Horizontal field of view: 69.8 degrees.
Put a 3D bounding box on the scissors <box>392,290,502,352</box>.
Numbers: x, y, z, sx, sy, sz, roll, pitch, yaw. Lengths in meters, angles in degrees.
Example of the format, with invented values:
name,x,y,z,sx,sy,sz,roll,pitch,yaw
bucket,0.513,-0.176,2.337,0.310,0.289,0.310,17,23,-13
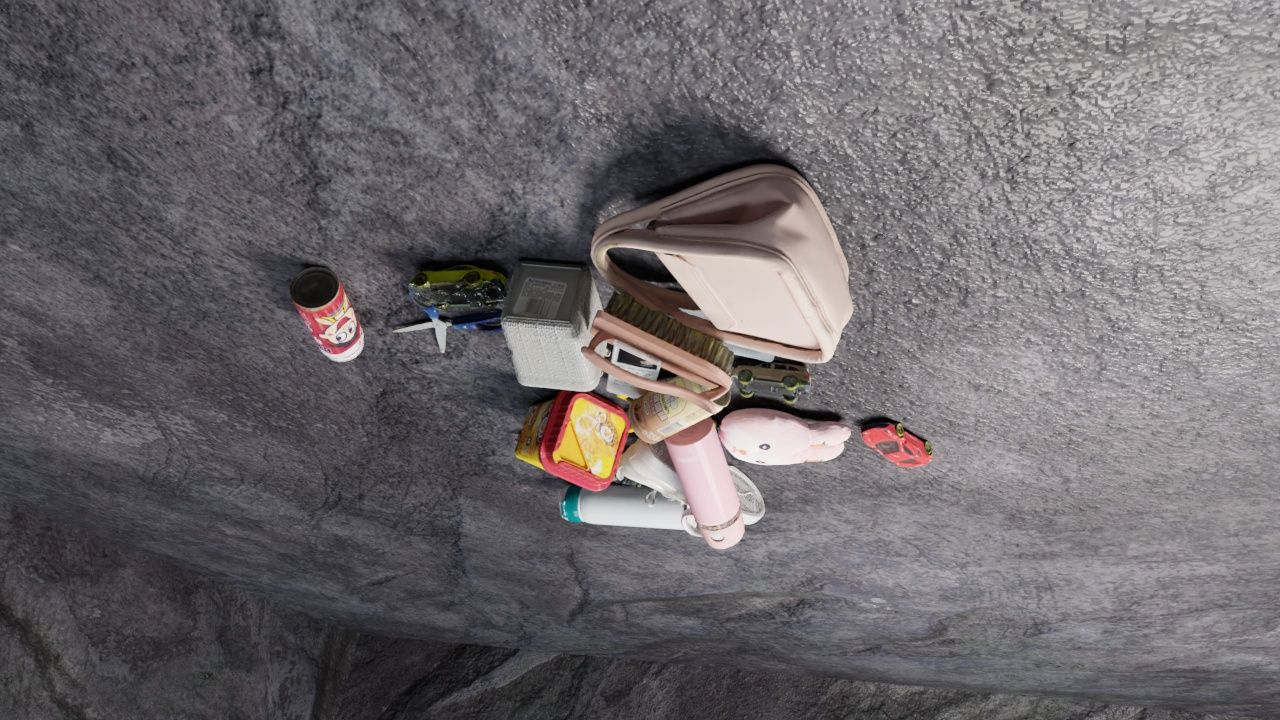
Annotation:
name,x,y,z,sx,sy,sz,roll,pitch,yaw
scissors,-0.223,-0.047,1.044,0.162,0.012,0.175,4,153,12

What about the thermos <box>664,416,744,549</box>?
name,x,y,z,sx,sy,sz,roll,pitch,yaw
thermos,0.077,0.160,1.190,0.087,0.067,0.199,-3,129,22

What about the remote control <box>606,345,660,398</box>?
name,x,y,z,sx,sy,sz,roll,pitch,yaw
remote control,-0.006,0.006,1.062,0.058,0.021,0.150,10,154,-1

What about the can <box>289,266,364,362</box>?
name,x,y,z,sx,sy,sz,roll,pitch,yaw
can,-0.352,-0.049,1.038,0.053,0.053,0.133,9,153,1

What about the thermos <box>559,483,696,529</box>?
name,x,y,z,sx,sy,sz,roll,pitch,yaw
thermos,-0.022,0.230,1.463,0.224,0.073,0.073,0,152,20

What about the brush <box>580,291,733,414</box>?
name,x,y,z,sx,sy,sz,roll,pitch,yaw
brush,0.019,-0.004,0.877,0.145,0.073,0.063,26,164,-2

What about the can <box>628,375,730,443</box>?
name,x,y,z,sx,sy,sz,roll,pitch,yaw
can,0.044,0.051,1.069,0.058,0.058,0.117,30,135,-34

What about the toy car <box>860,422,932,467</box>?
name,x,y,z,sx,sy,sz,roll,pitch,yaw
toy car,0.316,0.105,1.135,0.106,0.031,0.049,32,145,-33

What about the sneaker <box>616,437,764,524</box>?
name,x,y,z,sx,sy,sz,roll,pitch,yaw
sneaker,0.069,0.182,1.295,0.242,0.089,0.091,30,127,-29

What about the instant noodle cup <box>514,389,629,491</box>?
name,x,y,z,sx,sy,sz,roll,pitch,yaw
instant noodle cup,-0.095,0.102,1.195,0.116,0.116,0.124,28,160,-30

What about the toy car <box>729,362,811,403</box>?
name,x,y,z,sx,sy,sz,roll,pitch,yaw
toy car,0.145,0.022,1.025,0.090,0.035,0.042,5,152,11

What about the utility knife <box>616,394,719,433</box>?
name,x,y,z,sx,sy,sz,roll,pitch,yaw
utility knife,0.038,0.066,1.170,0.153,0.015,0.033,23,149,-23

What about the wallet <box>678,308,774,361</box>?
name,x,y,z,sx,sy,sz,roll,pitch,yaw
wallet,0.088,-0.033,0.957,0.121,0.019,0.097,11,154,2

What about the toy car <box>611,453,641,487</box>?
name,x,y,z,sx,sy,sz,roll,pitch,yaw
toy car,-0.013,0.159,1.353,0.049,0.031,0.106,12,155,-6

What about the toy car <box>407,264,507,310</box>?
name,x,y,z,sx,sy,sz,roll,pitch,yaw
toy car,-0.188,-0.078,0.946,0.105,0.032,0.048,-2,151,17

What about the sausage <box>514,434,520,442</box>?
name,x,y,z,sx,sy,sz,roll,pitch,yaw
sausage,-0.121,0.106,1.301,0.156,0.020,0.020,-9,148,32

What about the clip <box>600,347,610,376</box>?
name,x,y,z,sx,sy,sz,roll,pitch,yaw
clip,-0.088,-0.006,1.053,0.104,0.034,0.084,17,161,6

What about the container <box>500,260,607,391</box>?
name,x,y,z,sx,sy,sz,roll,pitch,yaw
container,-0.087,-0.037,0.934,0.090,0.090,0.114,5,150,9

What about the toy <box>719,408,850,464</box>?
name,x,y,z,sx,sy,sz,roll,pitch,yaw
toy,0.178,0.096,1.143,0.159,0.054,0.121,3,153,5

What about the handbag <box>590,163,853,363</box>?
name,x,y,z,sx,sy,sz,roll,pitch,yaw
handbag,0.059,-0.080,0.821,0.235,0.093,0.193,3,154,31

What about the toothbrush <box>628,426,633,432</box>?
name,x,y,z,sx,sy,sz,roll,pitch,yaw
toothbrush,0.003,0.080,1.189,0.016,0.018,0.192,26,155,-22
